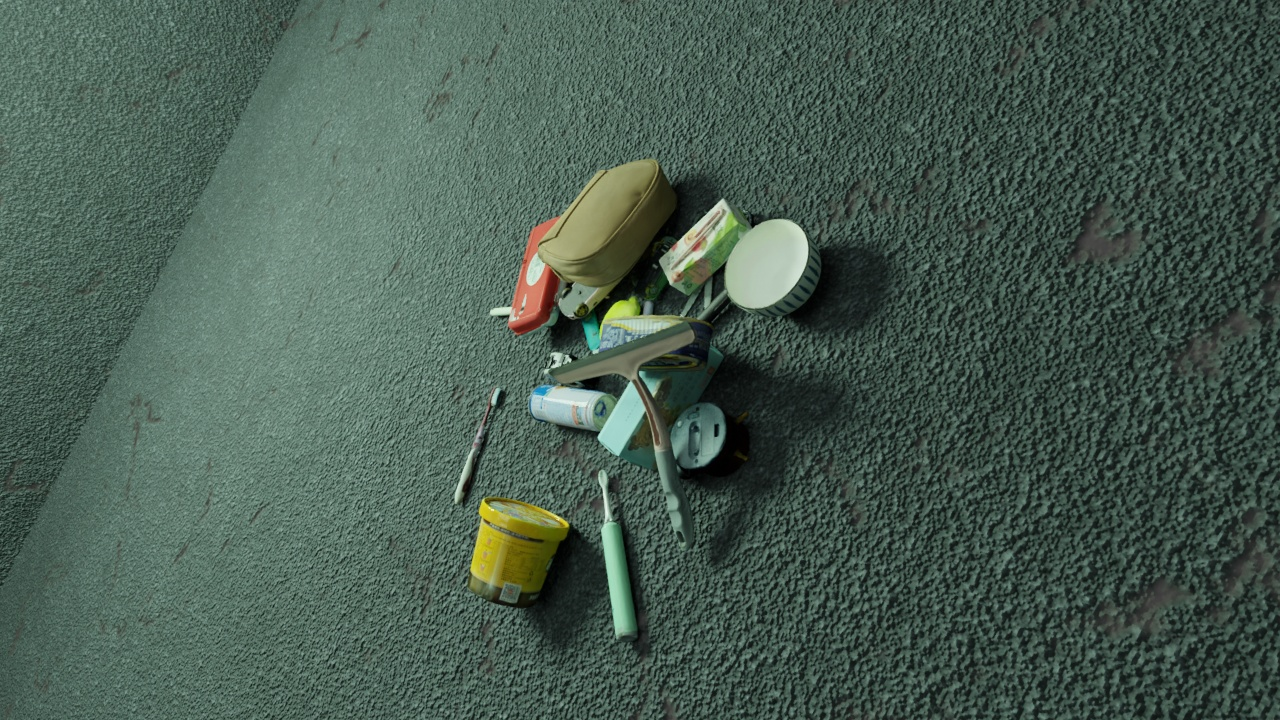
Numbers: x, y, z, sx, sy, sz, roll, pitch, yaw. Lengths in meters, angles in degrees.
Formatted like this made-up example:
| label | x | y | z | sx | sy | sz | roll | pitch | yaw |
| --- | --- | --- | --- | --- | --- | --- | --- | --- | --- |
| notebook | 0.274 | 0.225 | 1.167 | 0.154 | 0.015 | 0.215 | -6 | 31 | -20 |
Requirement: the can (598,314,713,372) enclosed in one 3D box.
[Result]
| label | x | y | z | sx | sy | sz | roll | pitch | yaw |
| --- | --- | --- | --- | --- | --- | --- | --- | --- | --- |
| can | 0.015 | -0.019 | 1.066 | 0.148 | 0.074 | 0.049 | 0 | 75 | 38 |

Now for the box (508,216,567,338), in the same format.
| label | x | y | z | sx | sy | sz | roll | pitch | yaw |
| --- | --- | --- | --- | --- | --- | --- | --- | --- | --- |
| box | -0.143 | -0.127 | 1.388 | 0.087 | 0.047 | 0.200 | -18 | 49 | 35 |

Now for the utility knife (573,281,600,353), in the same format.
| label | x | y | z | sx | sy | sz | roll | pitch | yaw |
| --- | --- | --- | --- | --- | --- | --- | --- | --- | --- |
| utility knife | -0.074 | -0.061 | 1.323 | 0.029 | 0.013 | 0.186 | -37 | 49 | 25 |

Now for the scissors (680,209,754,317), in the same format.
| label | x | y | z | sx | sy | sz | roll | pitch | yaw |
| --- | --- | --- | --- | --- | --- | --- | --- | --- | --- |
| scissors | 0.091 | -0.127 | 1.201 | 0.178 | 0.014 | 0.159 | -43 | 47 | 22 |

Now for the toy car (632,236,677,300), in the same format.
| label | x | y | z | sx | sy | sz | roll | pitch | yaw |
| --- | --- | --- | --- | --- | --- | --- | --- | --- | --- |
| toy car | 0.026 | -0.123 | 1.242 | 0.091 | 0.036 | 0.043 | -56 | 45 | 6 |

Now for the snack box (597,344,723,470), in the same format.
| label | x | y | z | sx | sy | sz | roll | pitch | yaw |
| --- | --- | --- | --- | --- | --- | --- | --- | --- | --- |
| snack box | 0.025 | 0.046 | 1.134 | 0.051 | 0.074 | 0.175 | 35 | 96 | 46 |

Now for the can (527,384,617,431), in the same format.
| label | x | y | z | sx | sy | sz | roll | pitch | yaw |
| --- | --- | --- | --- | --- | --- | --- | --- | --- | --- |
| can | -0.092 | 0.064 | 1.251 | 0.135 | 0.053 | 0.053 | 5 | 74 | 45 |

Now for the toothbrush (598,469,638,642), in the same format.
| label | x | y | z | sx | sy | sz | roll | pitch | yaw |
| --- | --- | --- | --- | --- | --- | --- | --- | --- | --- |
| toothbrush | -0.032 | 0.235 | 1.132 | 0.026 | 0.027 | 0.224 | -11 | 57 | -1 |

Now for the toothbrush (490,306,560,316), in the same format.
| label | x | y | z | sx | sy | sz | roll | pitch | yaw |
| --- | --- | --- | --- | --- | --- | --- | --- | --- | --- |
| toothbrush | -0.171 | -0.082 | 1.423 | 0.190 | 0.020 | 0.029 | -3 | 28 | 43 |

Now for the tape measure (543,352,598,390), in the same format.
| label | x | y | z | sx | sy | sz | roll | pitch | yaw |
| --- | --- | --- | --- | --- | --- | --- | --- | --- | --- |
| tape measure | -0.100 | 0.014 | 1.274 | 0.066 | 0.065 | 0.033 | 7 | 71 | 43 |

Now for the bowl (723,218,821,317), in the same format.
| label | x | y | z | sx | sy | sz | roll | pitch | yaw |
| --- | --- | --- | --- | --- | --- | --- | --- | --- | --- |
| bowl | 0.164 | -0.101 | 1.080 | 0.117 | 0.066 | 0.116 | -20 | 57 | 35 |

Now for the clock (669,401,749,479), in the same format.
| label | x | y | z | sx | sy | sz | roll | pitch | yaw |
| --- | --- | --- | --- | --- | --- | --- | --- | --- | --- |
| clock | 0.072 | 0.097 | 1.080 | 0.122 | 0.055 | 0.082 | -17 | 61 | 38 |

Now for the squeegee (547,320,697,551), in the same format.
| label | x | y | z | sx | sy | sz | roll | pitch | yaw |
| --- | --- | --- | --- | --- | --- | --- | --- | --- | --- |
| squeegee | 0.019 | 0.097 | 1.051 | 0.248 | 0.040 | 0.249 | -17 | 93 | 46 |

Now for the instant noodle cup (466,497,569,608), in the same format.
| label | x | y | z | sx | sy | sz | roll | pitch | yaw |
| --- | --- | --- | --- | --- | --- | --- | --- | --- | --- |
| instant noodle cup | -0.164 | 0.250 | 1.191 | 0.119 | 0.118 | 0.114 | 17 | 89 | 46 |

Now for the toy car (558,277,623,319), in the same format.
| label | x | y | z | sx | sy | sz | roll | pitch | yaw |
| --- | --- | --- | --- | --- | --- | --- | --- | --- | --- |
| toy car | -0.065 | -0.108 | 1.317 | 0.122 | 0.037 | 0.056 | -46 | 44 | 6 |

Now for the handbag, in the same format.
| label | x | y | z | sx | sy | sz | roll | pitch | yaw |
| --- | --- | --- | --- | --- | --- | --- | --- | --- | --- |
| handbag | -0.042 | -0.185 | 1.271 | 0.148 | 0.100 | 0.204 | 11 | 55 | 40 |

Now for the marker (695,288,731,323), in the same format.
| label | x | y | z | sx | sy | sz | roll | pitch | yaw |
| --- | --- | --- | --- | --- | --- | --- | --- | --- | --- |
| marker | 0.073 | -0.043 | 1.166 | 0.132 | 0.020 | 0.022 | -46 | 30 | 21 |

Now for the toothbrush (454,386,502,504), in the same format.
| label | x | y | z | sx | sy | sz | roll | pitch | yaw |
| --- | --- | --- | --- | --- | --- | --- | --- | --- | --- |
| toothbrush | -0.245 | 0.129 | 1.394 | 0.017 | 0.016 | 0.187 | 10 | 77 | 35 |

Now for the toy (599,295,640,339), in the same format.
| label | x | y | z | sx | sy | sz | roll | pitch | yaw |
| --- | --- | --- | --- | --- | --- | --- | --- | --- | --- |
| toy | -0.032 | -0.038 | 1.255 | 0.097 | 0.031 | 0.100 | -41 | 40 | 30 |

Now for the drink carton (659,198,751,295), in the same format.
| label | x | y | z | sx | sy | sz | roll | pitch | yaw |
| --- | --- | --- | --- | --- | --- | --- | --- | --- | --- |
| drink carton | 0.083 | -0.145 | 1.174 | 0.123 | 0.045 | 0.053 | -42 | 49 | 25 |

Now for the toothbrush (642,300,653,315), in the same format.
| label | x | y | z | sx | sy | sz | roll | pitch | yaw |
| --- | --- | --- | --- | --- | --- | --- | --- | --- | --- |
| toothbrush | -0.007 | 0.007 | 1.225 | 0.021 | 0.029 | 0.189 | 12 | 73 | 4 |
